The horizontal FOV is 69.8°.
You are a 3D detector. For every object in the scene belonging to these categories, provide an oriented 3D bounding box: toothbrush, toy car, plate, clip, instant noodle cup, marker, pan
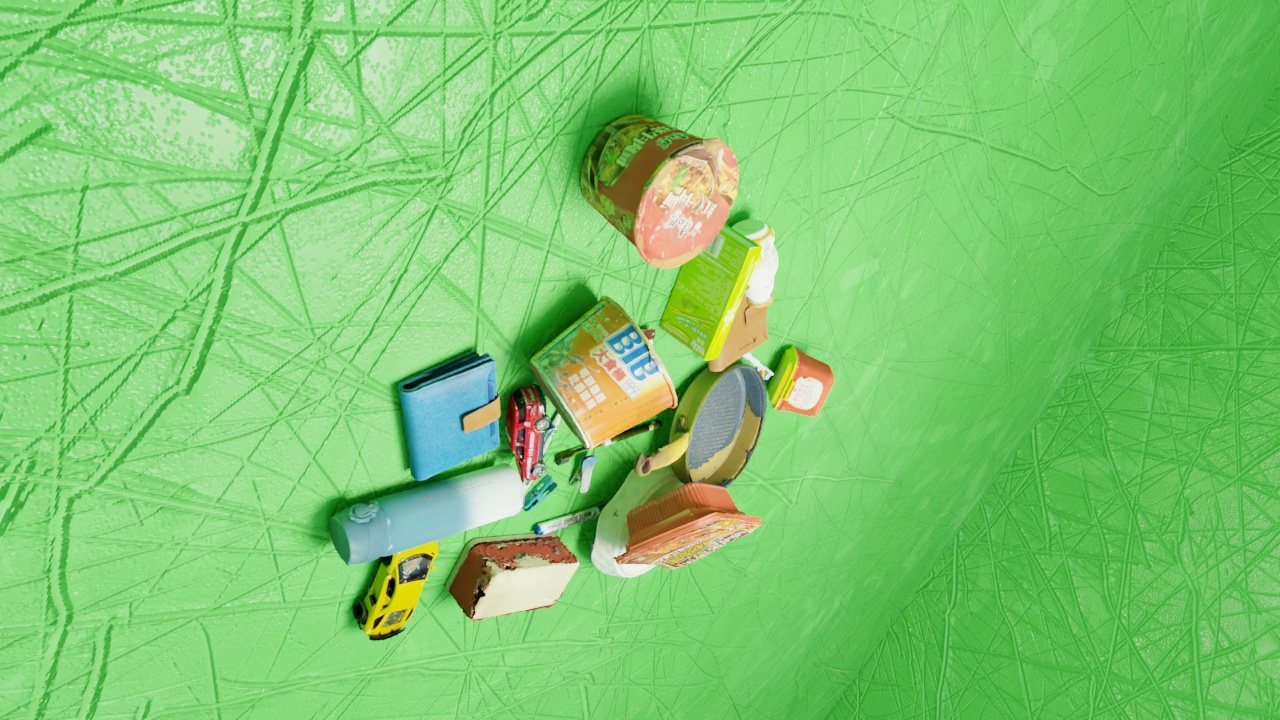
[{"bbox_3d":[-0.040,0.108,1.227,0.185,0.012,0.017,-16,139,-41],"label":"toothbrush"},{"bbox_3d":[-0.279,0.255,1.060,0.071,0.041,0.156,2,119,-51],"label":"toy car"},{"bbox_3d":[0.012,0.234,1.354,0.204,0.045,0.205,-36,141,-36],"label":"plate"},{"bbox_3d":[0.148,-0.009,1.330,0.189,0.029,0.021,35,53,-55],"label":"toothbrush"},{"bbox_3d":[-0.075,0.146,1.211,0.024,0.028,0.057,-16,136,-43],"label":"clip"},{"bbox_3d":[0.014,-0.176,0.927,0.137,0.108,0.138,-30,141,-28],"label":"instant noodle cup"},{"bbox_3d":[0.059,0.224,1.246,0.165,0.079,0.188,-28,158,21],"label":"instant noodle cup"},{"bbox_3d":[-0.089,0.218,1.269,0.145,0.017,0.017,-9,128,-46],"label":"marker"},{"bbox_3d":[0.079,0.106,1.253,0.356,0.078,0.198,-6,111,-52],"label":"pan"},{"bbox_3d":[-0.107,0.089,1.122,0.016,0.018,0.192,4,119,-52],"label":"toothbrush"},{"bbox_3d":[-0.132,0.085,1.059,0.045,0.053,0.121,-6,123,-17],"label":"toy car"},{"bbox_3d":[-0.131,0.171,1.178,0.056,0.014,0.041,-42,145,-16],"label":"clip"},{"bbox_3d":[-0.046,0.019,1.022,0.111,0.151,0.151,-34,144,-10],"label":"instant noodle cup"}]

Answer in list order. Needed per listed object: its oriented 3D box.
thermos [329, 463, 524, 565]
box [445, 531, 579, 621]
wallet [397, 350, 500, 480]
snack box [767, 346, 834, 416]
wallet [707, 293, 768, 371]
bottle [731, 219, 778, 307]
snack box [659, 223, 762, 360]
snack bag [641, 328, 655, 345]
[{"bbox_3d":[-0.231,0.167,1.008,0.219,0.070,0.070,-11,130,-44],"label":"thermos"},{"bbox_3d":[-0.158,0.282,1.194,0.168,0.078,0.091,8,116,-53],"label":"box"},{"bbox_3d":[-0.199,0.060,0.970,0.106,0.040,0.133,-23,139,-29],"label":"wallet"},{"bbox_3d":[0.249,0.037,1.420,0.081,0.080,0.091,-80,-169,-65],"label":"snack box"},{"bbox_3d":[0.129,-0.061,1.233,0.107,0.031,0.132,-30,132,-29],"label":"wallet"},{"bbox_3d":[0.143,-0.121,1.158,0.063,0.063,0.108,-33,126,-26],"label":"bottle"},{"bbox_3d":[0.083,-0.087,1.117,0.026,0.086,0.157,-10,129,-46],"label":"snack box"},{"bbox_3d":[-0.007,0.007,1.154,0.045,0.026,0.105,-10,129,-33],"label":"snack bag"}]
